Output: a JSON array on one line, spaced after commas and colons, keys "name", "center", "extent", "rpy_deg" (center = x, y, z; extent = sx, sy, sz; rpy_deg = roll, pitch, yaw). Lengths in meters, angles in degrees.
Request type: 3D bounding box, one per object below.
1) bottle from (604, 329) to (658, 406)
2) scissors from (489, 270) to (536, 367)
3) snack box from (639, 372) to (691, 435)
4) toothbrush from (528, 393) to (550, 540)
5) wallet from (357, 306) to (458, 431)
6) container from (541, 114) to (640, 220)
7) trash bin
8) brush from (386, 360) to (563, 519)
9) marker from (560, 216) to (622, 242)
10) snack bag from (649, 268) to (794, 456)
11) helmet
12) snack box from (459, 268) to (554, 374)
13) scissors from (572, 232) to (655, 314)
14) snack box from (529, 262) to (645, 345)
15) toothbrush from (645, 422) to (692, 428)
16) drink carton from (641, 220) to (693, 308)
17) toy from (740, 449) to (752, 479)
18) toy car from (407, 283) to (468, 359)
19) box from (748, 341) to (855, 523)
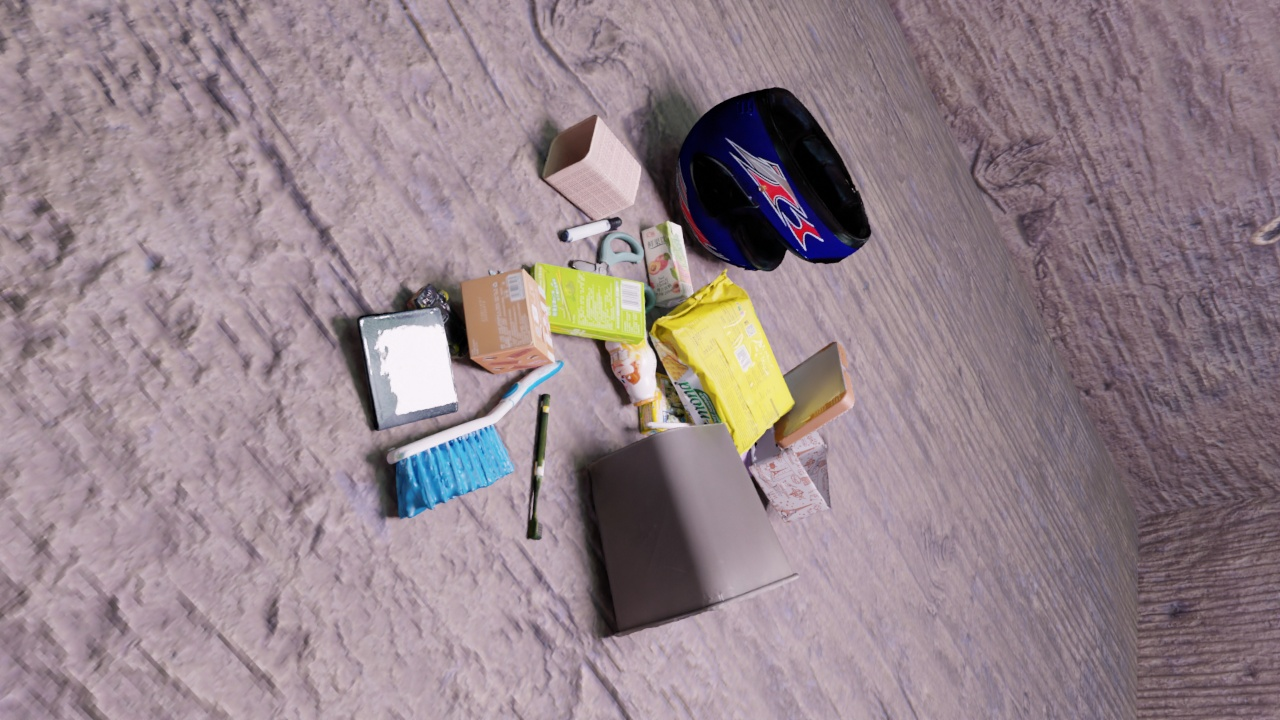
[{"name": "bottle", "center": [-0.007, 0.007, 1.259], "extent": [0.063, 0.063, 0.108], "rpy_deg": [-12, 83, -52]}, {"name": "scissors", "center": [-0.167, -0.051, 1.132], "extent": [0.071, 0.017, 0.137], "rpy_deg": [-20, 86, -43]}, {"name": "snack box", "center": [0.053, 0.072, 1.332], "extent": [0.140, 0.034, 0.086], "rpy_deg": [18, 61, -48]}, {"name": "toothbrush", "center": [-0.120, 0.126, 1.111], "extent": [0.017, 0.012, 0.185], "rpy_deg": [33, 51, -46]}, {"name": "wallet", "center": [-0.246, 0.006, 0.974], "extent": [0.097, 0.019, 0.121], "rpy_deg": [-13, 96, -42]}, {"name": "container", "center": [-0.064, -0.267, 1.293], "extent": [0.111, 0.090, 0.090], "rpy_deg": [39, 47, -37]}, {"name": "trash bin", "center": [0.054, 0.207, 1.154], "extent": [0.198, 0.200, 0.219], "rpy_deg": [1, 67, -52]}, {"name": "brush", "center": [-0.166, 0.079, 1.045], "extent": [0.313, 0.061, 0.109], "rpy_deg": [-20, 86, -55]}, {"name": "marker", "center": [-0.069, -0.185, 1.306], "extent": [0.130, 0.018, 0.023], "rpy_deg": [-28, 135, -51]}, {"name": "snack bag", "center": [0.123, 0.011, 1.293], "extent": [0.157, 0.068, 0.246], "rpy_deg": [-38, 110, -30]}, {"name": "helmet", "center": [0.191, -0.262, 1.469], "extent": [0.246, 0.241, 0.315], "rpy_deg": [-19, 78, -53]}, {"name": "snack box", "center": [-0.153, -0.043, 1.063], "extent": [0.094, 0.077, 0.092], "rpy_deg": [52, 27, -75]}, {"name": "scissors", "center": [-0.042, -0.140, 1.322], "extent": [0.178, 0.019, 0.161], "rpy_deg": [16, 63, -45]}, {"name": "snack box", "center": [-0.069, -0.073, 1.202], "extent": [0.156, 0.026, 0.085], "rpy_deg": [8, 65, -23]}, {"name": "toothbrush", "center": [0.067, 0.097, 1.299], "extent": [0.179, 0.016, 0.016], "rpy_deg": [8, 75, -49]}, {"name": "drink carton", "center": [0.042, -0.145, 1.397], "extent": [0.045, 0.054, 0.122], "rpy_deg": [10, 67, -53]}, {"name": "toy", "center": [0.145, 0.146, 1.405], "extent": [0.108, 0.039, 0.083], "rpy_deg": [55, 37, -20]}, {"name": "toy car", "center": [-0.225, -0.042, 1.036], "extent": [0.090, 0.035, 0.042], "rpy_deg": [56, 41, -26]}, {"name": "box", "center": [0.270, 0.118, 1.418], "extent": [0.158, 0.218, 0.180], "rpy_deg": [45, 25, -18]}]
